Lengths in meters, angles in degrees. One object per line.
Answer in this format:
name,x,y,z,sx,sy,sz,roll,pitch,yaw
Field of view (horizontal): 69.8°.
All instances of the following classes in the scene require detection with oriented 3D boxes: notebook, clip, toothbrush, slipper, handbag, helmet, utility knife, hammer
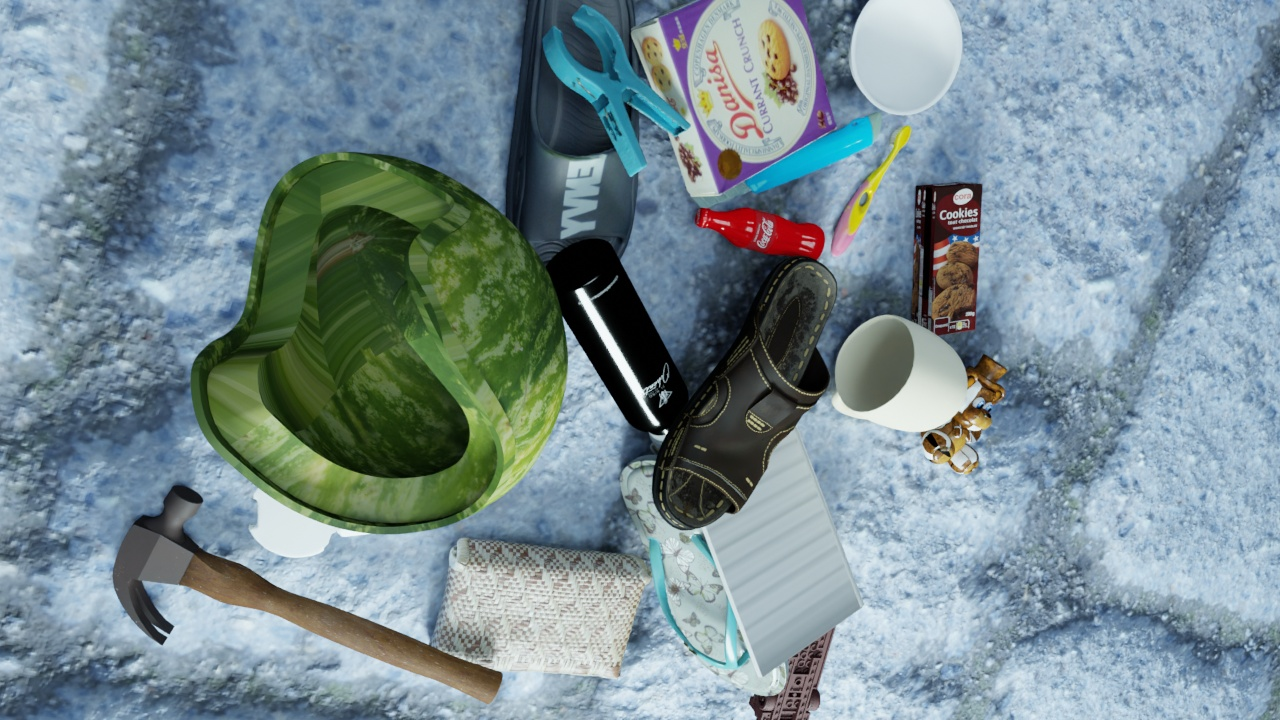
notebook,0.122,0.158,0.841,0.142,0.009,0.209,-21,90,-35
clip,-0.030,-0.194,0.677,0.113,0.028,0.127,-36,100,-31
toothbrush,0.211,-0.157,0.849,0.021,0.016,0.135,26,97,-25
slipper,0.048,0.212,0.846,0.269,0.098,0.054,62,36,-12
handbag,-0.091,0.224,0.831,0.185,0.047,0.124,10,107,-19
helmet,-0.161,-0.013,0.641,0.213,0.246,0.243,-27,132,14
utility knife,0.133,-0.175,0.808,0.205,0.015,0.031,-25,112,-20
slipper,-0.042,-0.180,0.721,0.110,0.083,0.268,0,103,-21
slipper,0.102,0.029,0.779,0.113,0.076,0.267,39,76,-31
hammer,-0.265,0.214,0.756,0.323,0.033,0.115,27,94,-15

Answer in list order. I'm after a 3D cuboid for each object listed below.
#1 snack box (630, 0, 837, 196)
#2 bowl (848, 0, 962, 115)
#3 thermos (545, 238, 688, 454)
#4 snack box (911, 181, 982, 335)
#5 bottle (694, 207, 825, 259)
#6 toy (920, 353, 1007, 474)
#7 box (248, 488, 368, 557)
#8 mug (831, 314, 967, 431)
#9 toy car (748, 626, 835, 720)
snack box,0.080,-0.229,0.750,0.147,0.041,0.143,-33,114,-26
bowl,0.223,-0.273,0.806,0.109,0.040,0.110,-5,105,-18
thermos,-0.005,0.004,0.773,0.061,0.061,0.231,-35,129,-7
snack box,0.294,-0.098,0.882,0.051,0.032,0.141,-8,107,-17
bottle,0.104,-0.114,0.811,0.119,0.036,0.036,10,101,-20
toy,0.323,0.050,0.914,0.087,0.067,0.113,21,110,-38
box,-0.224,0.103,0.729,0.165,0.092,0.083,-5,117,-15
mug,0.245,0.024,0.870,0.099,0.096,0.120,21,137,-31
toy car,0.153,0.276,0.917,0.070,0.062,0.170,9,102,-20
